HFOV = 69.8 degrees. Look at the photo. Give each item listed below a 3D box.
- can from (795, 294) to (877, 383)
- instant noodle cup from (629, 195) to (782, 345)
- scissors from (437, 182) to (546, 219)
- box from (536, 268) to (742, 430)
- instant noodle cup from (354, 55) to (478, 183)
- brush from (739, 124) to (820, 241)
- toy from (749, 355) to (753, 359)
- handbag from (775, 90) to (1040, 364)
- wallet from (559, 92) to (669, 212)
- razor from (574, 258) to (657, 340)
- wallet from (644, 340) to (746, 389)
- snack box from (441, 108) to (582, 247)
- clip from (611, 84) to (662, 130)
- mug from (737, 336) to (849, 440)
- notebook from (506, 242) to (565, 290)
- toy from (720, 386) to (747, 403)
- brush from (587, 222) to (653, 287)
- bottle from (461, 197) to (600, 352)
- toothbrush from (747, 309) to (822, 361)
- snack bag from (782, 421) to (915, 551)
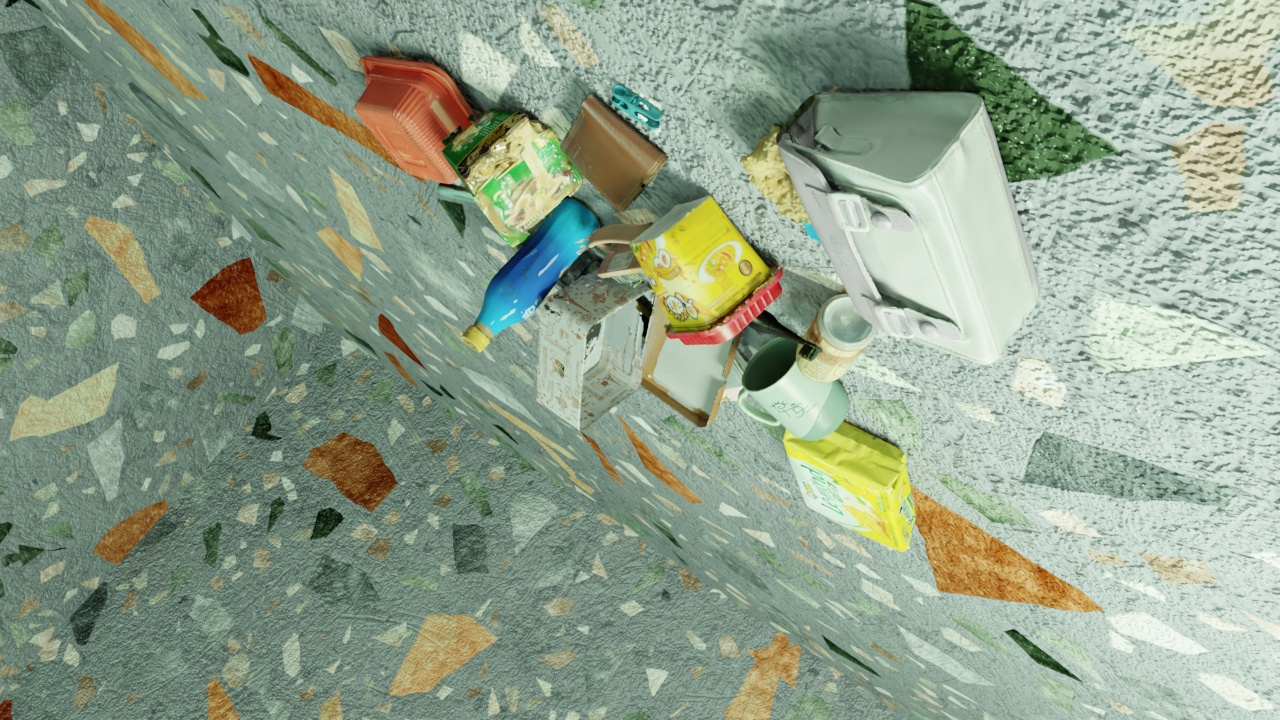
[{"bbox_3d":[0.196,-0.020,0.928,0.058,0.058,0.116,35,163,8],"label":"can"},{"bbox_3d":[0.062,-0.093,0.937,0.123,0.115,0.116,56,159,-16],"label":"instant noodle cup"},{"bbox_3d":[-0.182,-0.200,1.212,0.170,0.019,0.181,14,180,-11],"label":"scissors"},{"bbox_3d":[-0.012,0.006,1.134,0.198,0.157,0.181,34,135,23],"label":"box"},{"bbox_3d":[-0.268,-0.288,1.127,0.189,0.079,0.164,20,156,41],"label":"instant noodle cup"},{"bbox_3d":[0.170,-0.107,0.801,0.083,0.045,0.254,10,152,50],"label":"brush"},{"bbox_3d":[0.170,0.025,1.132,0.084,0.038,0.108,8,147,27],"label":"toy"},{"bbox_3d":[0.195,-0.097,0.679,0.145,0.098,0.197,27,161,48],"label":"handbag"},{"bbox_3d":[-0.032,-0.211,0.937,0.101,0.032,0.125,42,162,-6],"label":"wallet"},{"bbox_3d":[-0.016,-0.066,1.246,0.167,0.062,0.067,39,-166,-21],"label":"razor"},{"bbox_3d":[0.072,0.000,1.204,0.130,0.036,0.106,-14,118,49],"label":"wallet"},{"bbox_3d":[-0.155,-0.220,1.048,0.105,0.118,0.117,39,168,44],"label":"snack box"},{"bbox_3d":[-0.004,-0.234,0.849,0.057,0.014,0.045,36,161,10],"label":"clip"},{"bbox_3d":[0.171,0.041,1.063,0.112,0.082,0.106,-30,121,33],"label":"mug"},{"bbox_3d":[-0.124,-0.113,1.298,0.150,0.012,0.209,41,-179,-16],"label":"notebook"},{"bbox_3d":[0.079,0.025,1.300,0.121,0.054,0.160,44,154,-22],"label":"toy"},{"bbox_3d":[-0.003,-0.127,1.041,0.073,0.063,0.146,34,166,-26],"label":"brush"},{"bbox_3d":[-0.135,-0.101,1.107,0.065,0.218,0.065,35,162,13],"label":"bottle"},{"bbox_3d":[0.128,-0.040,0.971,0.026,0.027,0.212,41,179,-31],"label":"toothbrush"},{"bbox_3d":[0.283,0.160,1.206,0.158,0.068,0.247,26,160,32],"label":"snack bag"}]
